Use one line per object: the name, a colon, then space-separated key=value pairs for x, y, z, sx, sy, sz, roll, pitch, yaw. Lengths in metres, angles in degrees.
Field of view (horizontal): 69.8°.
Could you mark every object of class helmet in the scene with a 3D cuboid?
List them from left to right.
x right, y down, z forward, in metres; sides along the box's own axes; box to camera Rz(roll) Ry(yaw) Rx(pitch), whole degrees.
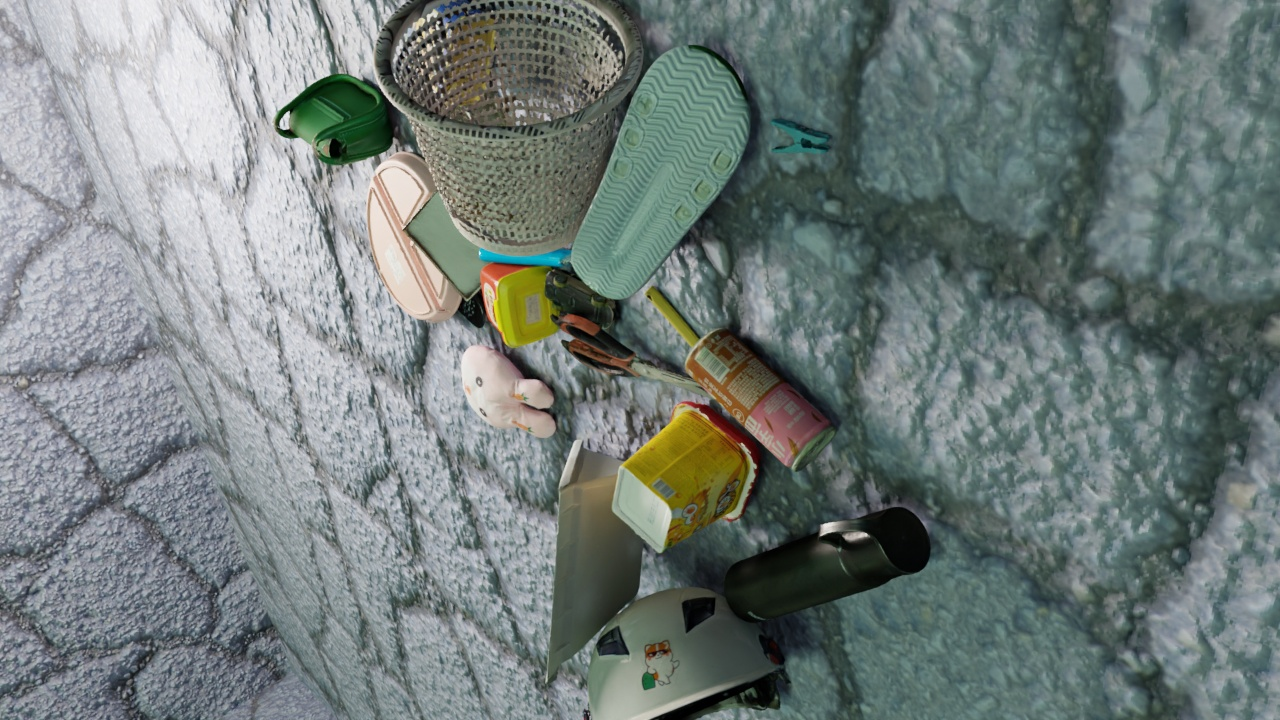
helmet: x=0.039 y=0.334 z=1.024 sx=0.274 sy=0.230 sz=0.156 roll=61 pitch=-173 yaw=-61

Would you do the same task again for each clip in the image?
clip: x=0.126 y=-0.176 z=0.730 sx=0.055 sy=0.013 sz=0.038 roll=21 pitch=130 yaw=40

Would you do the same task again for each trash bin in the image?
trash bin: x=-0.114 y=-0.211 z=0.847 sx=0.227 sy=0.227 sz=0.192 roll=41 pitch=153 yaw=24

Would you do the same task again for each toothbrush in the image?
toothbrush: x=0.065 y=0.000 z=0.921 sx=0.190 sy=0.016 sz=0.016 roll=51 pitch=143 yaw=13

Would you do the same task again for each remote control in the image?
remote control: x=-0.241 y=-0.096 z=1.216 sx=0.136 sy=0.024 sz=0.053 roll=44 pitch=140 yaw=25

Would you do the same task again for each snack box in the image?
snack box: x=-0.142 y=-0.073 z=1.074 sx=0.080 sy=0.081 sz=0.091 roll=36 pitch=139 yaw=50

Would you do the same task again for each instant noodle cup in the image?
instant noodle cup: x=0.043 y=0.124 z=0.944 sx=0.116 sy=0.123 sz=0.116 roll=38 pitch=139 yaw=27

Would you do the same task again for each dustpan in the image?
dustpan: x=-0.086 y=0.207 z=1.077 sx=0.143 sy=0.257 sz=0.223 roll=10 pitch=101 yaw=28

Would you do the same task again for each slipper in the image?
slipper: x=0.018 y=-0.159 z=0.813 sx=0.104 sy=0.074 sz=0.246 roll=33 pitch=124 yaw=0

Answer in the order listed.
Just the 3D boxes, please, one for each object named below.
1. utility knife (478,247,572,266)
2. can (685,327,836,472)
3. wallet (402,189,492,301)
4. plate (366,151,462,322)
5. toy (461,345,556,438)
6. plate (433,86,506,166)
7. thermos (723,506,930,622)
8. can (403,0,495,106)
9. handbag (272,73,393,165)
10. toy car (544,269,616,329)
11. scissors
utility knife: x=-0.101 y=-0.116 z=1.018 sx=0.217 sy=0.034 sz=0.018 roll=10 pitch=126 yaw=38
can: x=0.110 y=0.035 z=0.858 sx=0.147 sy=0.057 sz=0.058 roll=44 pitch=141 yaw=21
wallet: x=-0.223 y=-0.143 z=1.118 sx=0.097 sy=0.020 sz=0.122 roll=-39 pitch=95 yaw=30
plate: x=-0.304 y=-0.159 z=1.217 sx=0.230 sy=0.028 sz=0.230 roll=23 pitch=123 yaw=42
toy: x=-0.178 y=0.043 z=1.218 sx=0.160 sy=0.054 sz=0.121 roll=21 pitch=130 yaw=31
plate: x=-0.206 y=-0.252 z=1.066 sx=0.179 sy=0.024 sz=0.180 roll=30 pitch=135 yaw=35
thermos: x=0.164 y=0.195 z=0.888 sx=0.090 sy=0.068 sz=0.243 roll=27 pitch=146 yaw=-15
can: x=-0.204 y=-0.336 z=0.973 sx=0.083 sy=0.057 sz=0.102 roll=44 pitch=134 yaw=25
handbag: x=-0.389 y=-0.304 z=1.169 sx=0.131 sy=0.120 sz=0.068 roll=34 pitch=142 yaw=29
toy car: x=-0.064 y=-0.069 z=1.014 sx=0.090 sy=0.035 sz=0.042 roll=30 pitch=139 yaw=19
scissors: x=-0.011 y=-0.003 z=0.987 sx=0.204 sy=0.015 sz=0.203 roll=40 pitch=159 yaw=-10
